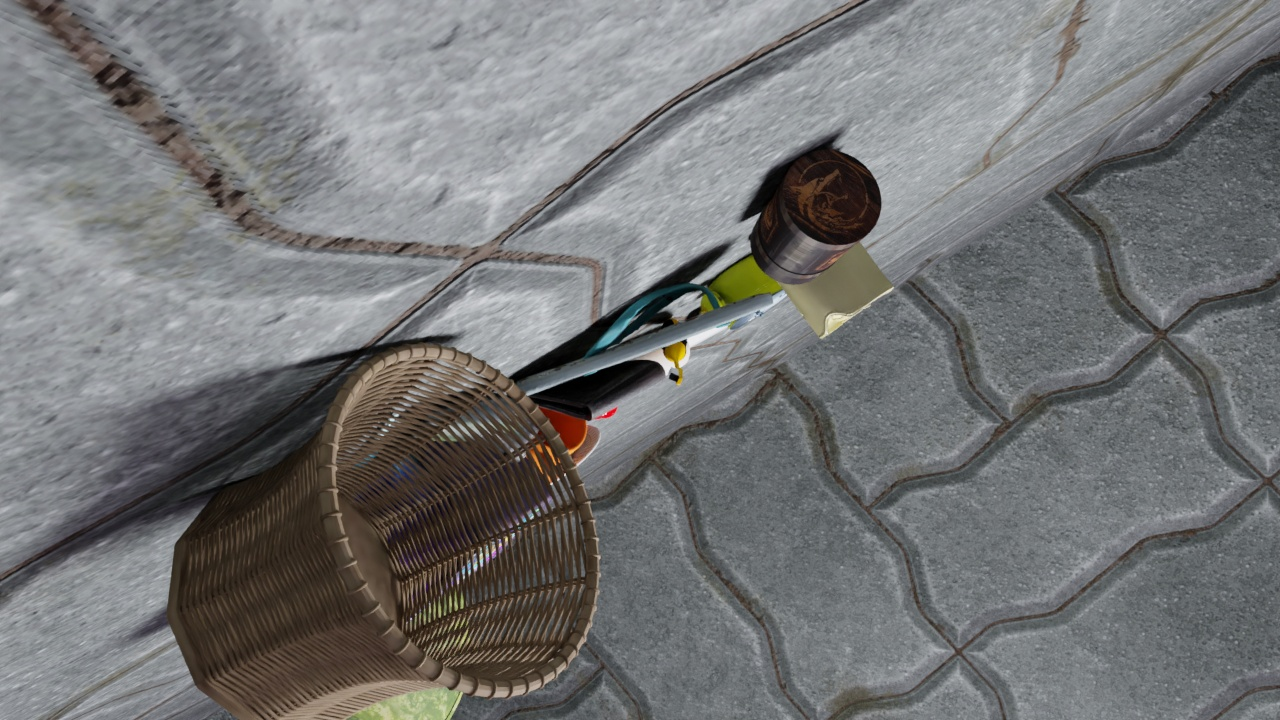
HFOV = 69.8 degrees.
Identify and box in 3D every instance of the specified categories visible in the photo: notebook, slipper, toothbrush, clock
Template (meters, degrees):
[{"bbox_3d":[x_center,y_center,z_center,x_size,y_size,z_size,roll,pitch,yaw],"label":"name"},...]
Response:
[{"bbox_3d":[0.110,-0.056,1.194,0.142,0.009,0.210,-29,174,-13],"label":"notebook"},{"bbox_3d":[-0.007,-0.027,0.883,0.269,0.054,0.098,-21,177,3],"label":"slipper"},{"bbox_3d":[0.036,-0.010,0.951,0.196,0.031,0.031,-91,-155,-72],"label":"toothbrush"},{"bbox_3d":[0.107,-0.068,0.992,0.119,0.057,0.083,-33,173,6],"label":"clock"}]

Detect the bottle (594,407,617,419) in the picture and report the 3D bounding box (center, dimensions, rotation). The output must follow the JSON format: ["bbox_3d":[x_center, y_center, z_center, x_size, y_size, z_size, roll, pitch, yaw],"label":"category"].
[{"bbox_3d":[-0.061,0.059,1.197,0.036,0.036,0.119,-34,171,12],"label":"bottle"}]

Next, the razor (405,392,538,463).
[{"bbox_3d":[-0.146,0.061,0.809,0.054,0.067,0.151,-33,164,20],"label":"razor"}]

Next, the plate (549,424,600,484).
[{"bbox_3d":[-0.156,0.143,1.106,0.242,0.016,0.242,-23,-168,5],"label":"plate"}]

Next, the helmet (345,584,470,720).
[{"bbox_3d":[-0.318,0.303,1.025,0.247,0.213,0.243,39,74,-42],"label":"helmet"}]

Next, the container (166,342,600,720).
[{"bbox_3d":[-0.173,0.132,0.614,0.197,0.227,0.226,-28,175,28],"label":"container"}]

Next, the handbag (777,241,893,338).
[{"bbox_3d":[0.177,-0.091,0.905,0.081,0.119,0.110,-36,175,37],"label":"handbag"}]

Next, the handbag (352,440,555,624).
[{"bbox_3d":[-0.214,0.168,0.886,0.222,0.125,0.204,-42,175,18],"label":"handbag"}]

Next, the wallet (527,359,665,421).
[{"bbox_3d":[-0.047,0.027,0.922,0.099,0.031,0.120,-27,-158,-35],"label":"wallet"}]

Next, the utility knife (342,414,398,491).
[{"bbox_3d":[-0.237,0.084,0.786,0.022,0.015,0.182,-35,173,-39],"label":"utility knife"}]

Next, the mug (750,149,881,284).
[{"bbox_3d":[0.151,-0.129,0.768,0.115,0.080,0.107,-57,180,-16],"label":"mug"}]

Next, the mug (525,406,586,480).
[{"bbox_3d":[-0.114,0.097,0.981,0.077,0.112,0.096,16,143,-30],"label":"mug"}]

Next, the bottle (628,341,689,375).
[{"bbox_3d":[-0.006,0.006,1.034,0.145,0.051,0.051,-25,169,-41],"label":"bottle"}]
